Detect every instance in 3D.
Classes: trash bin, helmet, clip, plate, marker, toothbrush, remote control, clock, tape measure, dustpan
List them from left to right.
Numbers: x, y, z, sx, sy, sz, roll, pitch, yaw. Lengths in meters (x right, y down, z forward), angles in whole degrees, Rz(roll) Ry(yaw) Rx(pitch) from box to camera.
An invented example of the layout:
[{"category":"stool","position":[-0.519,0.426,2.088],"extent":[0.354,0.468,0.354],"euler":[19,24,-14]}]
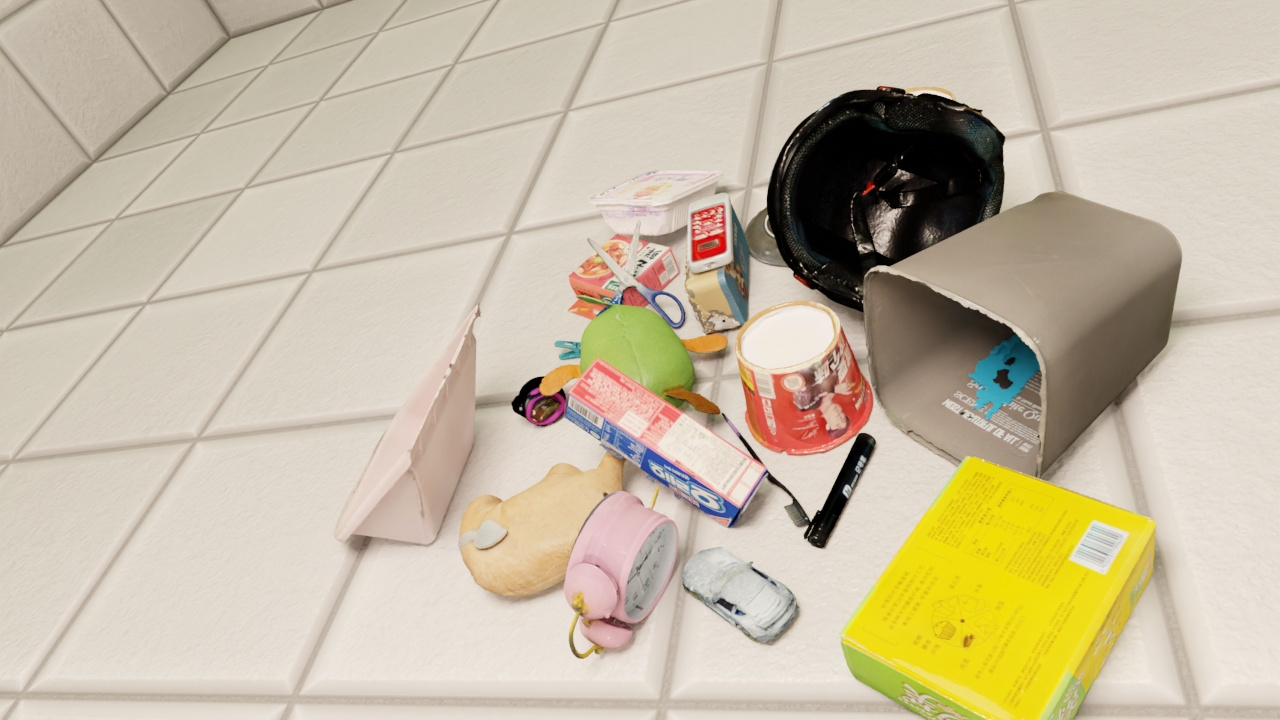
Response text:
[{"category":"dustpan","position":[-0.275,0.089,1.024],"extent":[0.139,0.274,0.221],"euler":[12,43,4]},{"category":"tape measure","position":[-0.117,0.050,1.098],"extent":[0.058,0.057,0.039],"euler":[-45,39,11]},{"category":"clip","position":[-0.083,-0.014,1.183],"extent":[0.055,0.038,0.013],"euler":[0,45,15]},{"category":"clock","position":[-0.023,0.197,0.835],"extent":[0.060,0.117,0.158],"euler":[19,53,27]},{"category":"remote control","position":[0.084,-0.158,1.118],"extent":[0.056,0.020,0.135],"euler":[-15,40,18]},{"category":"toothbrush","position":[0.123,0.108,0.940],"extent":[0.017,0.014,0.189],"euler":[-38,38,2]},{"category":"plate","position":[0.222,-0.188,1.219],"extent":[0.180,0.024,0.179],"euler":[-14,40,12]},{"category":"marker","position":[0.193,0.123,0.881],"extent":[0.022,0.020,0.131],"euler":[10,51,36]},{"category":"helmet","position":[0.254,-0.175,1.006],"extent":[0.233,0.274,0.230],"euler":[-67,17,9]},{"category":"trash bin","position":[0.354,-0.030,0.848],"extent":[0.219,0.199,0.199],"euler":[-31,40,-20]}]

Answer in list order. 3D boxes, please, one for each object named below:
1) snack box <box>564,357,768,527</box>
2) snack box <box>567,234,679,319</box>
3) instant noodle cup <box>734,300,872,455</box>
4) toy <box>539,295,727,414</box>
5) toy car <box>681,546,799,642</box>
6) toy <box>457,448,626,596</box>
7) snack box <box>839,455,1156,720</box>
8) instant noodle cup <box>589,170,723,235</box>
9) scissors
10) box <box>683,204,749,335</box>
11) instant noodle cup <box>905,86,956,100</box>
[{"category":"snack box","position":[0.023,0.082,0.913],"extent":[0.207,0.057,0.058],"euler":[33,59,12]},{"category":"snack box","position":[-0.030,-0.110,1.246],"extent":[0.113,0.044,0.126],"euler":[21,57,42]},{"category":"instant noodle cup","position":[0.164,0.013,0.950],"extent":[0.138,0.109,0.137],"euler":[-14,40,12]},{"category":"toy","position":[-0.006,0.006,1.063],"extent":[0.227,0.090,0.246],"euler":[-12,35,-6]},{"category":"toy car","position":[0.087,0.207,0.828],"extent":[0.054,0.037,0.121],"euler":[-43,39,-21]},{"category":"toy","position":[-0.077,0.156,0.938],"extent":[0.226,0.082,0.143],"euler":[-26,48,-5]},{"category":"snack box","position":[0.280,0.189,0.717],"extent":[0.158,0.070,0.209],"euler":[20,57,42]},{"category":"instant noodle cup","position":[0.026,-0.223,1.302],"extent":[0.138,0.060,0.173],"euler":[8,26,35]},{"category":"scissors","position":[-0.013,-0.090,1.174],"extent":[0.162,0.012,0.176],"euler":[25,91,13]},{"category":"box","position":[0.098,-0.122,1.157],"extent":[0.059,0.090,0.183],"euler":[-12,44,22]},{"category":"instant noodle cup","position":[0.356,-0.278,1.184],"extent":[0.138,0.110,0.137],"euler":[-14,40,12]}]
